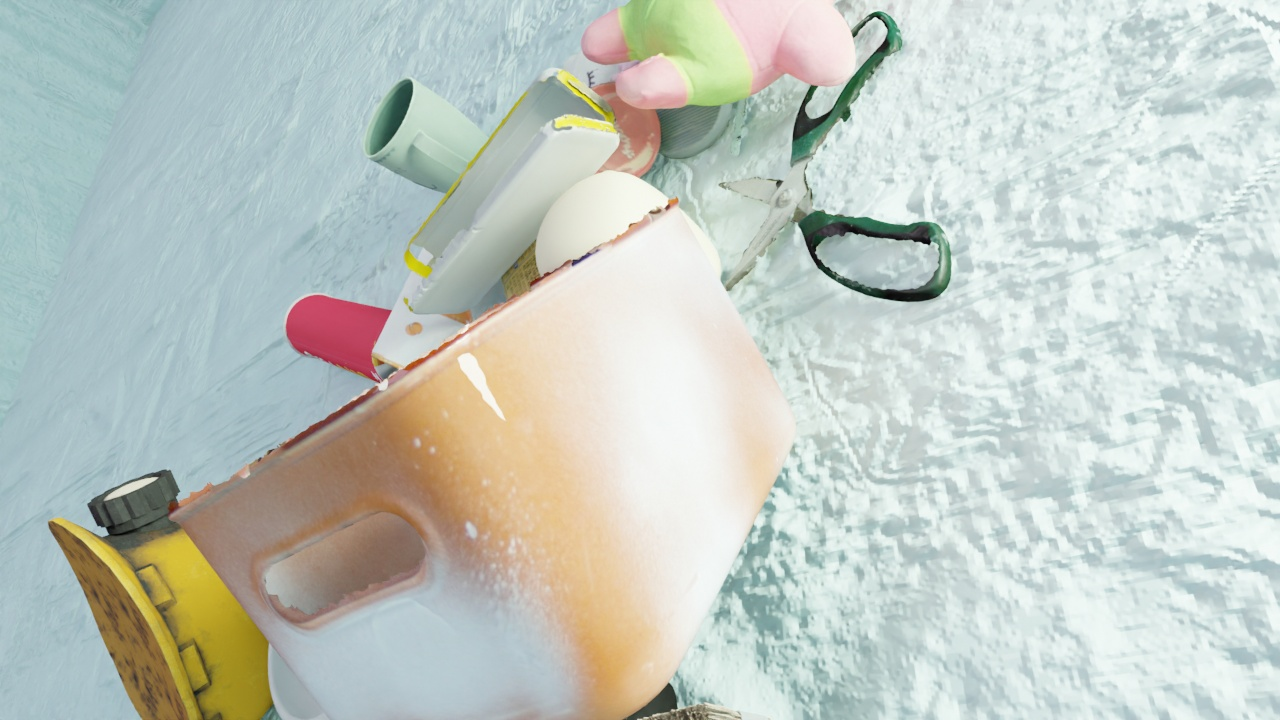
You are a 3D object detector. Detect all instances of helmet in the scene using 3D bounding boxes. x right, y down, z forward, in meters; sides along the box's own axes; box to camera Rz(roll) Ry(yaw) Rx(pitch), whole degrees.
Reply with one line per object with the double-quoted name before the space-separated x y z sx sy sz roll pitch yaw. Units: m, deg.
"helmet" -0.383 0.220 0.797 0.206 0.131 0.255 -4 109 45

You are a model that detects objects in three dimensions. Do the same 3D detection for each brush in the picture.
"brush" 0.046 0.157 0.378 0.045 0.143 0.008 -25 54 26

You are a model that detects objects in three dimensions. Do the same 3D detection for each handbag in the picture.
"handbag" -0.058 0.236 0.463 0.154 0.125 0.114 -37 46 28

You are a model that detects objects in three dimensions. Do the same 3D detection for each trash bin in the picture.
"trash bin" -0.049 0.051 0.441 0.182 0.157 0.259 -27 8 30

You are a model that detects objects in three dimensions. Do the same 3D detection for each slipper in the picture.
"slipper" 0.044 -0.277 0.704 0.098 0.054 0.268 -18 68 38

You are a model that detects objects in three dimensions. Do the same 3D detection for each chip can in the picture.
"chip can" -0.270 -0.021 0.880 0.221 0.069 0.069 12 79 49

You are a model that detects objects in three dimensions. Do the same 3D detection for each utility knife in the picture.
"utility knife" 0.080 -0.223 0.655 0.022 0.015 0.176 -11 64 43

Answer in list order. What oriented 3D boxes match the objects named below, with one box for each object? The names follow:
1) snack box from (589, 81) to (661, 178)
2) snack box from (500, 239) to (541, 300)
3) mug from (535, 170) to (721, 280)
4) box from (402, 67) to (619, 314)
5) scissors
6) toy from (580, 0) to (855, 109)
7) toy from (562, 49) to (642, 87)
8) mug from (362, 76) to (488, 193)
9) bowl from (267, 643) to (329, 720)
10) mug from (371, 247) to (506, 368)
"snack box" -0.041 -0.172 0.695 0.072 0.072 0.121 -62 28 1
"snack box" -0.081 -0.095 0.726 0.056 0.057 0.206 -42 43 22
"mug" -0.013 -0.077 0.598 0.096 0.099 0.120 -24 44 32
"box" -0.095 -0.106 0.640 0.211 0.067 0.070 -40 48 36
"scissors" 0.126 -0.112 0.543 0.202 0.015 0.203 -57 41 6
"toy" 0.078 -0.244 0.595 0.237 0.097 0.192 -35 52 6
"toy" -0.038 -0.244 0.775 0.123 0.038 0.079 -7 57 42
"mug" -0.189 -0.198 0.861 0.084 0.104 0.111 -57 39 7
"bowl" -0.208 0.191 0.697 0.177 0.066 0.176 -25 53 37
"mug" -0.163 -0.034 0.760 0.082 0.082 0.105 17 82 50
